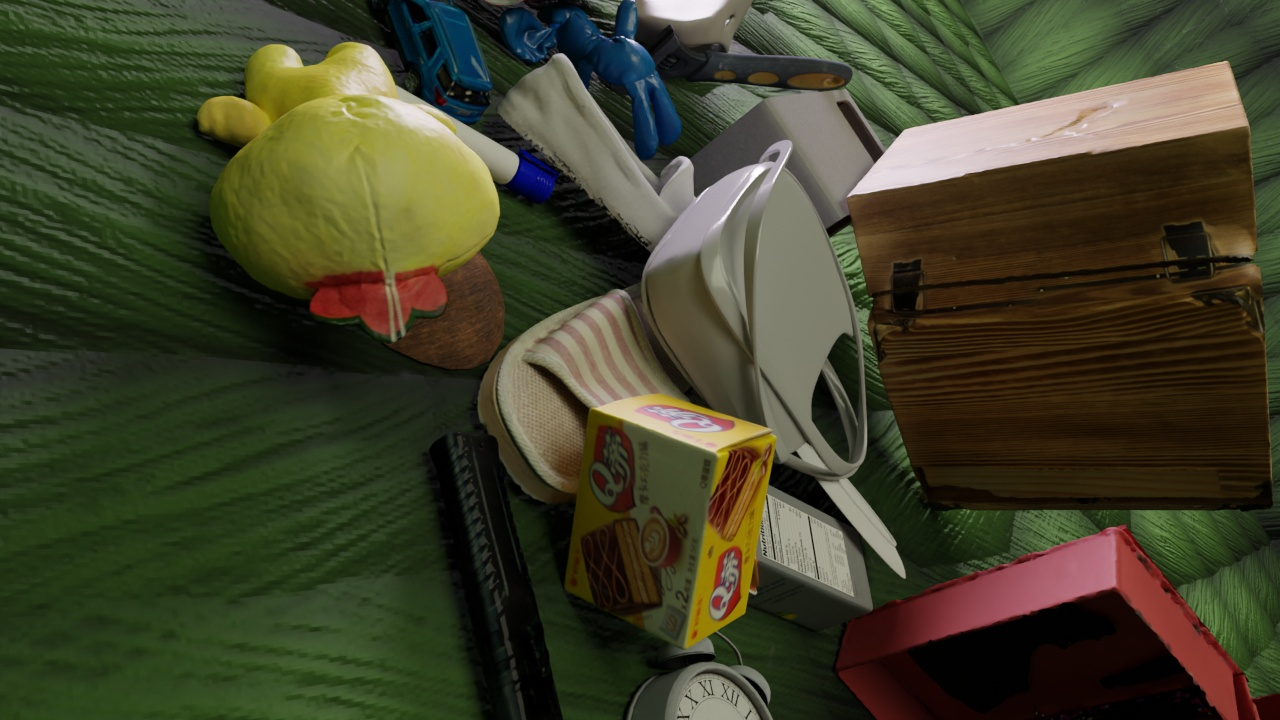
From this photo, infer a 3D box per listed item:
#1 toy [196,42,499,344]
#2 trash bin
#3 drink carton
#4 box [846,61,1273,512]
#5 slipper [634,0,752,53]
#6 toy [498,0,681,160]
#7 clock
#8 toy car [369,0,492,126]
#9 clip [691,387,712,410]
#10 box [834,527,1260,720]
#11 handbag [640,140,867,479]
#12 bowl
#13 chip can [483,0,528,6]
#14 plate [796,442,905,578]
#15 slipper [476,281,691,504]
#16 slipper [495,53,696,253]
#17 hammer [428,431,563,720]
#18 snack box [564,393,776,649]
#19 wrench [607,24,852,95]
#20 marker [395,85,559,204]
[{"bbox_3d":[-0.146,-0.100,0.455,0.133,0.092,0.207,-13,44,-21],"label":"toy"},{"bbox_3d":[0.146,-0.167,0.859,0.114,0.115,0.228,57,34,2],"label":"trash bin"},{"bbox_3d":[0.093,0.128,0.607,0.124,0.049,0.076,29,42,-34],"label":"drink carton"},{"bbox_3d":[0.360,-0.035,0.778,0.285,0.280,0.335,-42,122,-52],"label":"box"},{"bbox_3d":[0.049,-0.334,0.919,0.113,0.081,0.265,9,33,10],"label":"slipper"},{"bbox_3d":[-0.038,-0.236,0.725,0.112,0.071,0.176,-33,72,-36],"label":"toy"},{"bbox_3d":[0.037,0.200,0.491,0.094,0.035,0.122,39,38,-24],"label":"clock"},{"bbox_3d":[-0.135,-0.214,0.612,0.056,0.044,0.120,-5,66,-52],"label":"toy car"},{"bbox_3d":[0.067,0.039,0.672,0.101,0.052,0.058,-52,134,-56],"label":"clip"},{"bbox_3d":[0.241,0.229,0.570,0.165,0.214,0.152,50,40,-7],"label":"box"},{"bbox_3d":[0.109,-0.020,0.630,0.222,0.096,0.215,56,41,-20],"label":"handbag"},{"bbox_3d":[-0.116,-0.047,0.514,0.114,0.026,0.101,23,46,-39],"label":"bowl"},{"bbox_3d":[-0.055,-0.333,0.749,0.069,0.069,0.219,54,35,-4],"label":"chip can"},{"bbox_3d":[0.158,0.105,0.689,0.134,0.011,0.134,48,9,-10],"label":"plate"},{"bbox_3d":[-0.003,0.003,0.589,0.115,0.052,0.262,54,33,-1],"label":"slipper"},{"bbox_3d":[0.007,-0.123,0.678,0.247,0.075,0.112,41,25,-21],"label":"slipper"},{"bbox_3d":[-0.045,0.180,0.412,0.130,0.032,0.318,8,56,-47],"label":"hammer"},{"bbox_3d":[0.015,0.079,0.480,0.061,0.084,0.106,-7,109,-52],"label":"snack box"},{"bbox_3d":[0.084,-0.266,0.839,0.272,0.074,0.022,-5,64,-28],"label":"wrench"},{"bbox_3d":[-0.113,-0.141,0.594,0.133,0.027,0.023,24,19,-39],"label":"marker"}]
